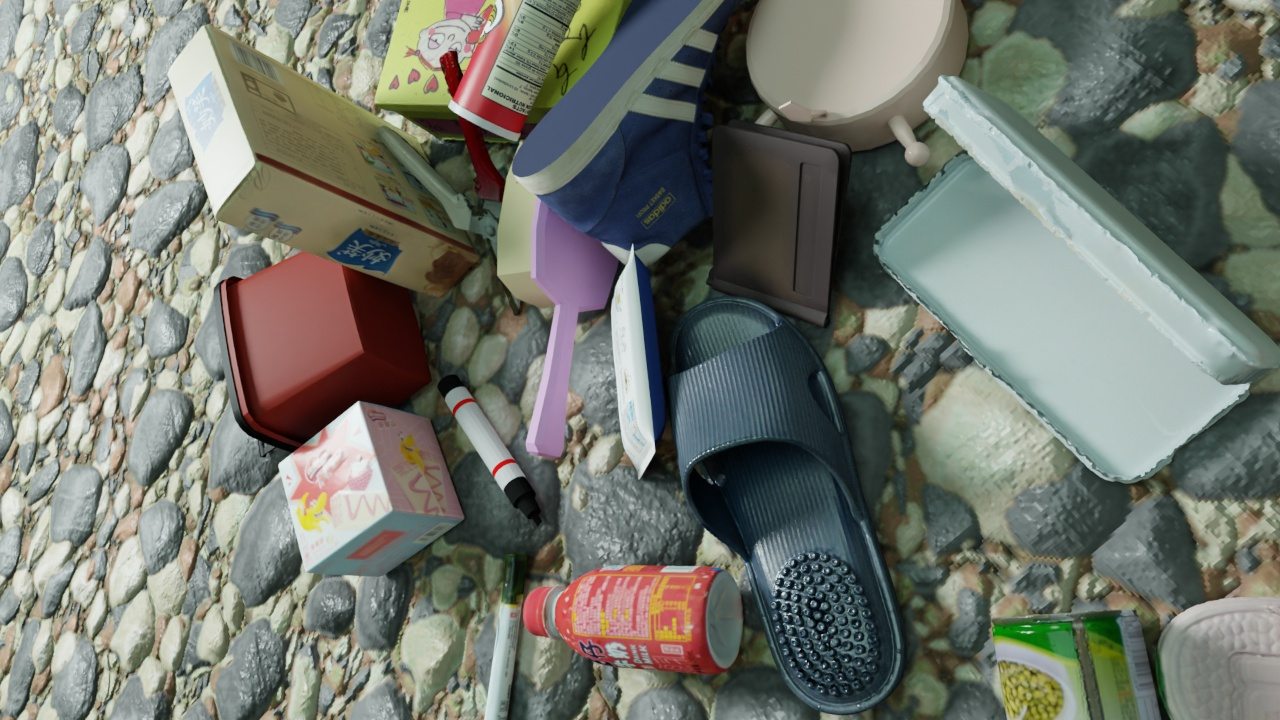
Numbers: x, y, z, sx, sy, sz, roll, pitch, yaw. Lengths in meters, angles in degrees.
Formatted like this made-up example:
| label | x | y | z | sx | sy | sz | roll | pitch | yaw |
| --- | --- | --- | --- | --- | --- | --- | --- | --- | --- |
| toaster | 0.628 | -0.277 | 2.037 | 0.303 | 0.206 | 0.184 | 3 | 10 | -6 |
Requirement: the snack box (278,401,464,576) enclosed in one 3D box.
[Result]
| label | x | y | z | sx | sy | sz | roll | pitch | yaw |
| --- | --- | --- | --- | --- | --- | --- | --- | --- | --- |
| snack box | -0.203 | 0.098 | 0.689 | 0.093 | 0.079 | 0.094 | -35 | 62 | 19 |

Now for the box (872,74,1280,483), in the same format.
| label | x | y | z | sx | sy | sz | roll | pitch | yaw |
| --- | --- | --- | --- | --- | --- | --- | --- | --- | --- |
| box | 0.210 | -0.049 | 0.465 | 0.130 | 0.105 | 0.211 | -49 | 58 | 15 |

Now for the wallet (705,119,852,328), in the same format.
| label | x | y | z | sx | sy | sz | roll | pitch | yaw |
| --- | --- | --- | --- | --- | --- | --- | --- | --- | --- |
| wallet | 0.081 | -0.084 | 0.567 | 0.091 | 0.018 | 0.116 | 23 | 128 | 33 |

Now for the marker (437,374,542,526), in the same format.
| label | x | y | z | sx | sy | sz | roll | pitch | yaw |
| --- | --- | --- | --- | --- | --- | --- | --- | --- | --- |
| marker | -0.110 | 0.066 | 0.677 | 0.019 | 0.019 | 0.145 | -47 | 59 | 12 |

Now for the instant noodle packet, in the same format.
| label | x | y | z | sx | sy | sz | roll | pitch | yaw |
| --- | --- | --- | --- | --- | --- | --- | --- | --- | --- |
| instant noodle packet | -0.004 | 0.004 | 0.597 | 0.026 | 0.087 | 0.134 | -4 | 72 | -8 |

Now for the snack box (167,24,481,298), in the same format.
| label | x | y | z | sx | sy | sz | roll | pitch | yaw |
| --- | --- | --- | --- | --- | --- | --- | --- | --- | --- |
| snack box | -0.233 | -0.142 | 0.694 | 0.055 | 0.207 | 0.153 | -41 | 60 | 18 |

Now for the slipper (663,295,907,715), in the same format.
| label | x | y | z | sx | sy | sz | roll | pitch | yaw |
| --- | --- | --- | --- | --- | --- | --- | --- | --- | --- |
| slipper | 0.075 | 0.070 | 0.530 | 0.101 | 0.082 | 0.263 | -28 | 65 | 20 |

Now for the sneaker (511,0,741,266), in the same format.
| label | x | y | z | sx | sy | sz | roll | pitch | yaw |
| --- | --- | --- | --- | --- | --- | --- | --- | --- | --- |
| sneaker | 0.031 | -0.167 | 0.605 | 0.091 | 0.118 | 0.232 | 19 | 70 | 52 |

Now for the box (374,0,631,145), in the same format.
| label | x | y | z | sx | sy | sz | roll | pitch | yaw |
| --- | --- | --- | --- | --- | --- | --- | --- | --- | --- |
| box | -0.090 | -0.234 | 0.707 | 0.221 | 0.082 | 0.124 | 14 | 85 | 34 |

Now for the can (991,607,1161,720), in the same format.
| label | x | y | z | sx | sy | sz | roll | pitch | yaw |
| --- | --- | --- | --- | --- | --- | --- | --- | --- | --- |
| can | 0.208 | 0.180 | 0.429 | 0.067 | 0.067 | 0.120 | -13 | 71 | 28 |

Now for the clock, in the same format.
| label | x | y | z | sx | sy | sz | roll | pitch | yaw |
| --- | --- | --- | --- | --- | --- | --- | --- | --- | --- |
| clock | 0.131 | -0.206 | 0.571 | 0.131 | 0.086 | 0.160 | 13 | 78 | 33 |

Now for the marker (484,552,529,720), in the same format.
| label | x | y | z | sx | sy | sz | roll | pitch | yaw |
| --- | --- | --- | --- | --- | --- | --- | --- | --- | --- |
| marker | -0.094 | 0.206 | 0.633 | 0.017 | 0.017 | 0.146 | 0 | 77 | 31 |

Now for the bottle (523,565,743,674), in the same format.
| label | x | y | z | sx | sy | sz | roll | pitch | yaw |
| --- | --- | --- | --- | --- | --- | --- | --- | --- | --- |
| bottle | -0.010 | 0.158 | 0.569 | 0.138 | 0.062 | 0.062 | -6 | 74 | 31 |

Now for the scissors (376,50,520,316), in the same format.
| label | x | y | z | sx | sy | sz | roll | pitch | yaw |
| --- | --- | --- | --- | --- | --- | --- | --- | --- | --- |
| scissors | -0.134 | -0.135 | 0.691 | 0.179 | 0.015 | 0.197 | 19 | 119 | 30 |

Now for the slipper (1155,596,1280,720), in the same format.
| label | x | y | z | sx | sy | sz | roll | pitch | yaw |
| --- | --- | --- | --- | --- | --- | --- | --- | --- | --- |
| slipper | 0.340 | 0.148 | 0.361 | 0.240 | 0.064 | 0.094 | -2 | 76 | 29 |

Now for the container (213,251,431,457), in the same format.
| label | x | y | z | sx | sy | sz | roll | pitch | yaw |
| --- | --- | --- | --- | --- | --- | --- | --- | --- | --- |
| container | -0.282 | 0.006 | 0.741 | 0.201 | 0.127 | 0.148 | -28 | 65 | 15 |

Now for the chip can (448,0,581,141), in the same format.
| label | x | y | z | sx | sy | sz | roll | pitch | yaw |
| --- | --- | --- | --- | --- | --- | --- | --- | --- | --- |
| chip can | -0.059 | -0.254 | 0.601 | 0.052 | 0.051 | 0.215 | 38 | 108 | 32 |

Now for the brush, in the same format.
| label | x | y | z | sx | sy | sz | roll | pitch | yaw |
| --- | --- | --- | --- | --- | --- | --- | --- | --- | --- |
| brush | -0.060 | -0.048 | 0.636 | 0.043 | 0.089 | 0.228 | 1 | 78 | 36 |
